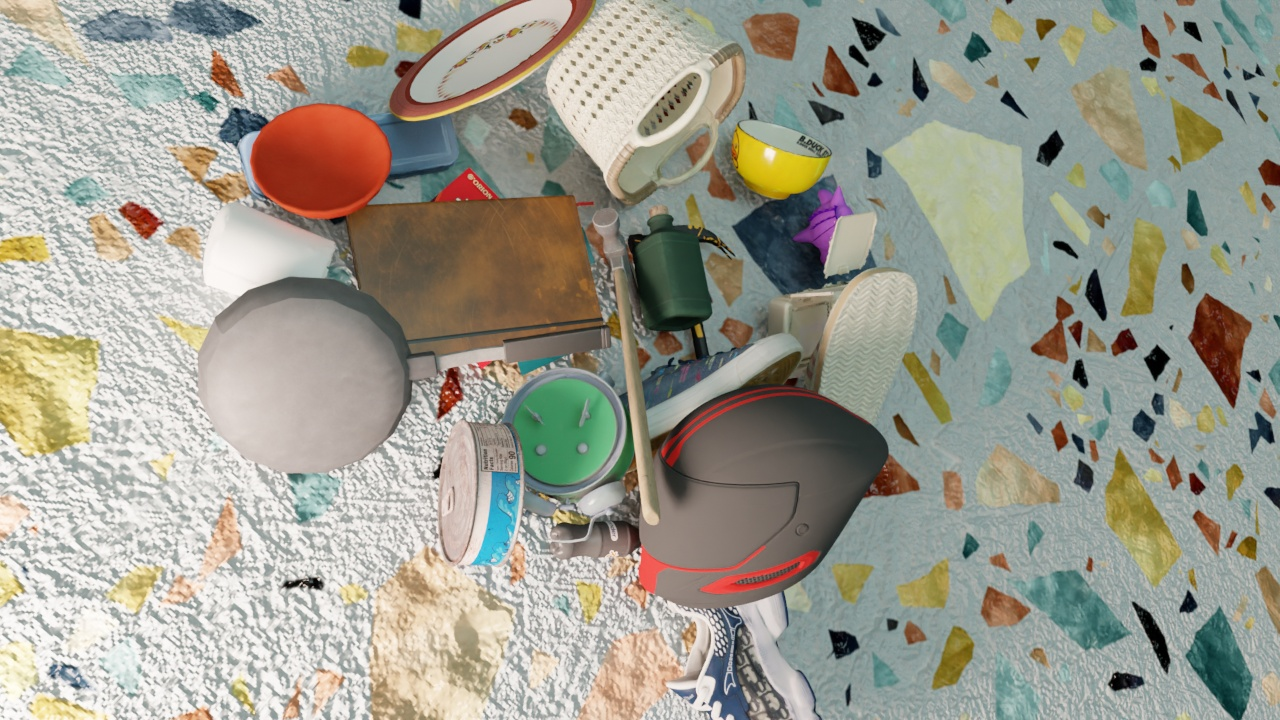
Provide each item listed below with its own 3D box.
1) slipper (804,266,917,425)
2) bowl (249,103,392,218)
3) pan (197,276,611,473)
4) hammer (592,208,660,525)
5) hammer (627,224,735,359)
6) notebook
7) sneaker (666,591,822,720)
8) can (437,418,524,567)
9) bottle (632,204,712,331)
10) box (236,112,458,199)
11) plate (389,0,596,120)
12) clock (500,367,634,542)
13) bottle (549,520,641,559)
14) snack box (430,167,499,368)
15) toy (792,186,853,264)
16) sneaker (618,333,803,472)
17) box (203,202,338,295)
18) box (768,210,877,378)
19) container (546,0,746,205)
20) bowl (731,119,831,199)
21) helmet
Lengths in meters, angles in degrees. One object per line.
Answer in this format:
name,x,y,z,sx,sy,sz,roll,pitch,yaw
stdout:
slipper,0.231,0.017,1.010,0.115,0.052,0.263,-1,119,-22
bowl,-0.289,-0.176,0.839,0.122,0.035,0.121,4,65,-8
pan,-0.197,0.006,0.803,0.356,0.041,0.179,-9,112,-15
hammer,-0.005,0.005,0.884,0.031,0.119,0.330,-13,52,4
hammer,0.073,0.001,1.016,0.123,0.036,0.320,-7,79,-22
notebook,-0.147,-0.073,0.896,0.248,0.014,0.178,-8,80,-28
sneaker,0.093,0.325,0.917,0.132,0.103,0.269,-14,82,-14
can,-0.145,0.119,0.822,0.044,0.130,0.129,7,73,-25
bottle,0.030,-0.101,0.976,0.061,0.061,0.131,1,73,-37
box,-0.285,-0.204,0.908,0.209,0.049,0.066,-17,103,-26
plate,-0.143,-0.299,0.901,0.229,0.230,0.021,-54,132,-27
clock,-0.069,0.090,0.871,0.122,0.075,0.161,-3,72,10
bottle,-0.035,0.178,0.913,0.109,0.036,0.036,3,75,-25
snack box,-0.166,-0.093,0.924,0.152,0.036,0.132,45,62,-9
toy,0.227,-0.161,1.106,0.055,0.088,0.106,-5,79,-21
sneaker,0.055,0.030,0.954,0.235,0.087,0.079,-29,64,-5
box,-0.311,-0.064,0.825,0.162,0.085,0.112,20,60,-21
box,0.226,-0.061,1.043,0.145,0.186,0.095,-15,41,-26
container,0.007,-0.267,0.942,0.143,0.246,0.184,45,95,3
bowl,0.160,-0.234,1.092,0.117,0.068,0.117,13,28,-8
helmet,0.109,0.111,0.874,0.264,0.164,0.170,-18,114,-10
